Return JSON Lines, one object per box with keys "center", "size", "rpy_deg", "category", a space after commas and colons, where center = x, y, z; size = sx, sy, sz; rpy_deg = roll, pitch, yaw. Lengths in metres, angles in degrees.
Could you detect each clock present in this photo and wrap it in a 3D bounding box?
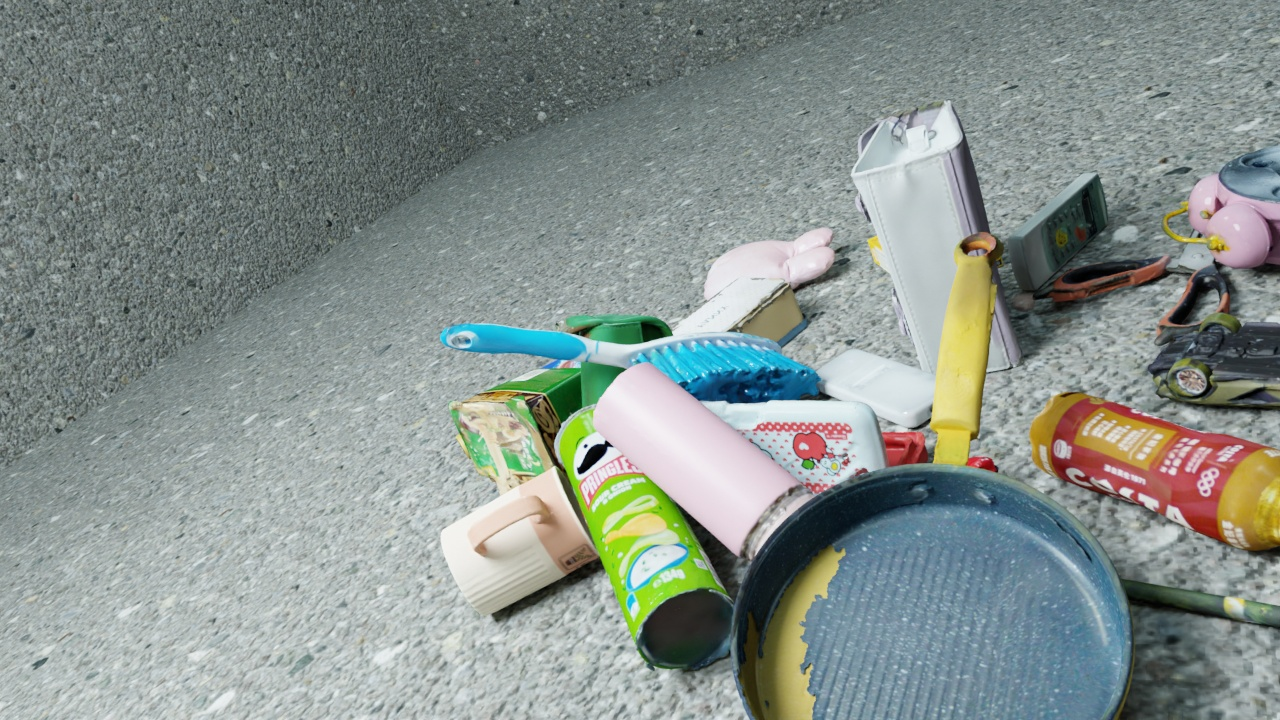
{"center": [0.493, -0.118, 0.710], "size": [0.159, 0.060, 0.117], "rpy_deg": [-7, 30, 18], "category": "clock"}

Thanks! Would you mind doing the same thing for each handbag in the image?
{"center": [-0.024, 0.020, 0.856], "size": [0.120, 0.131, 0.068], "rpy_deg": [2, -7, -43], "category": "handbag"}
{"center": [0.248, -0.102, 0.771], "size": [0.099, 0.197, 0.144], "rpy_deg": [-12, 26, 28], "category": "handbag"}

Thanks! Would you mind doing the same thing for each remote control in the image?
{"center": [0.388, -0.120, 0.850], "size": [0.134, 0.056, 0.019], "rpy_deg": [-36, 25, -25], "category": "remote control"}
{"center": [0.203, 0.022, 0.778], "size": [0.055, 0.020, 0.136], "rpy_deg": [-33, 24, -15], "category": "remote control"}

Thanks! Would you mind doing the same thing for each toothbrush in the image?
{"center": [0.250, 0.127, 0.513], "size": [0.186, 0.012, 0.017], "rpy_deg": [1, 40, 46], "category": "toothbrush"}

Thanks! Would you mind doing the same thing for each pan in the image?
{"center": [0.168, 0.072, 0.513], "size": [0.198, 0.078, 0.356], "rpy_deg": [1, 48, 31], "category": "pan"}

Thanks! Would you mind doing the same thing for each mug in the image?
{"center": [-0.098, 0.140, 0.724], "size": [0.106, 0.114, 0.081], "rpy_deg": [-29, 67, -2], "category": "mug"}

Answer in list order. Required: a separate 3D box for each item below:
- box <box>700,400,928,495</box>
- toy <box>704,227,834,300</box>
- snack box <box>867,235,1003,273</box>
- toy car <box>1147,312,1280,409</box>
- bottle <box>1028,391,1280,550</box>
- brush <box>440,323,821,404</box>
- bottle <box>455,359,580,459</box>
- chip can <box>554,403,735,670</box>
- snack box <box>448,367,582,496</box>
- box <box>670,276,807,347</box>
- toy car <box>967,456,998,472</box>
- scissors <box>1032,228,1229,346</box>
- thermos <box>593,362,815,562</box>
{"center": [0.103, 0.060, 0.696], "size": [0.202, 0.102, 0.095], "rpy_deg": [-4, 32, 40], "category": "box"}
{"center": [0.150, -0.107, 1.069], "size": [0.160, 0.054, 0.121], "rpy_deg": [-16, 32, 23], "category": "toy"}
{"center": [0.303, -0.114, 0.956], "size": [0.087, 0.034, 0.140], "rpy_deg": [-24, 21, 3], "category": "snack box"}
{"center": [0.406, 0.005, 0.576], "size": [0.070, 0.042, 0.158], "rpy_deg": [-39, 25, -29], "category": "toy car"}
{"center": [0.310, 0.065, 0.526], "size": [0.057, 0.057, 0.175], "rpy_deg": [-32, 23, -16], "category": "bottle"}
{"center": [-0.005, 0.005, 0.783], "size": [0.314, 0.061, 0.109], "rpy_deg": [-1, 34, -23], "category": "brush"}
{"center": [-0.099, 0.038, 1.000], "size": [0.218, 0.065, 0.065], "rpy_deg": [-31, 23, -13], "category": "bottle"}
{"center": [-0.002, 0.118, 0.669], "size": [0.072, 0.072, 0.236], "rpy_deg": [-27, 32, -4], "category": "chip can"}
{"center": [-0.096, 0.062, 0.885], "size": [0.118, 0.117, 0.105], "rpy_deg": [-2, 28, 41], "category": "snack box"}
{"center": [0.091, -0.026, 0.952], "size": [0.183, 0.062, 0.090], "rpy_deg": [-34, 25, -25], "category": "box"}
{"center": [0.192, 0.094, 0.604], "size": [0.106, 0.031, 0.049], "rpy_deg": [-35, 5, -27], "category": "toy car"}
{"center": [0.440, -0.072, 0.741], "size": [0.223, 0.015, 0.188], "rpy_deg": [-18, 25, 10], "category": "scissors"}
{"center": [0.063, 0.080, 0.636], "size": [0.198, 0.067, 0.087], "rpy_deg": [37, 29, 28], "category": "thermos"}
